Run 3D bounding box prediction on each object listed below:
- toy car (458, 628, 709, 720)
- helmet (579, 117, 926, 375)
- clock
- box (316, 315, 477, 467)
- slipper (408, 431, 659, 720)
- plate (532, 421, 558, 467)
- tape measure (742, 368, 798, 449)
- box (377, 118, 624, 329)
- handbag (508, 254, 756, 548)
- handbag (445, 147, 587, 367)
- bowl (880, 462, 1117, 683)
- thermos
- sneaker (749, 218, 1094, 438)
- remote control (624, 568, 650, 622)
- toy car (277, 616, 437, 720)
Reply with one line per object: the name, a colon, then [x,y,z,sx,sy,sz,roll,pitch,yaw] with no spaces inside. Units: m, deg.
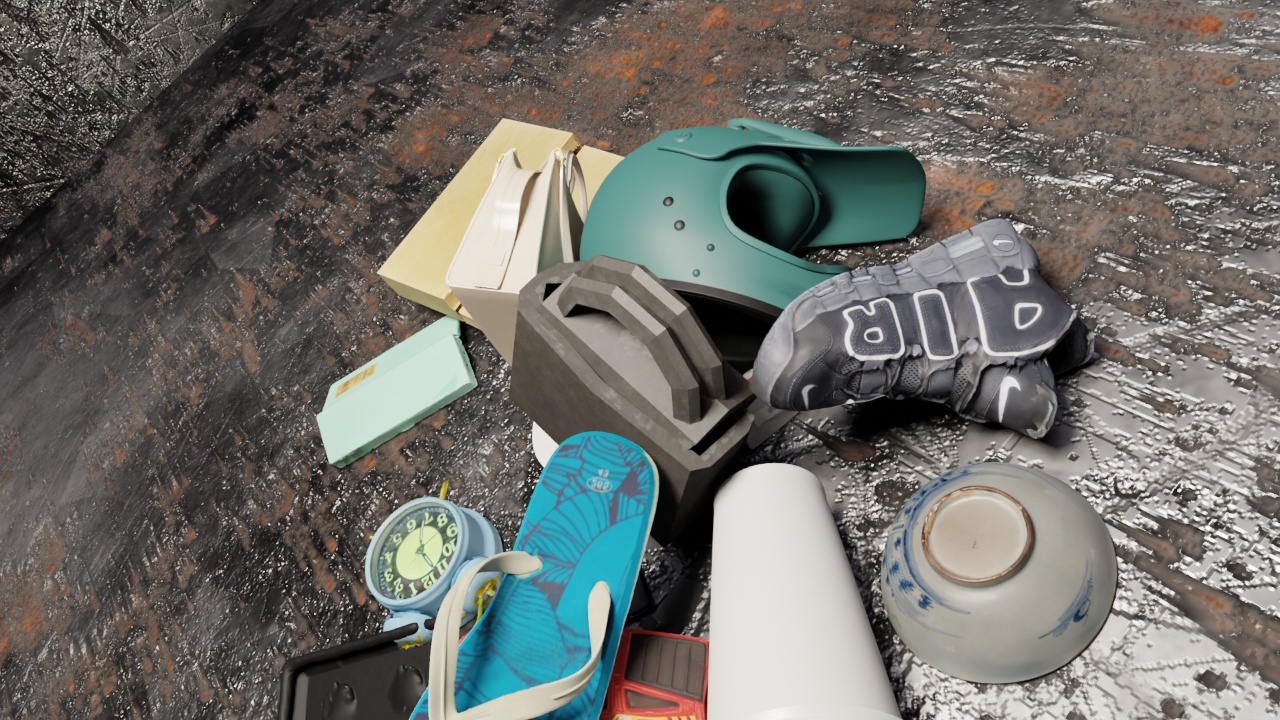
toy car: [-0.044,0.223,0.637,0.189,0.056,0.081,-2,27,9]
helmet: [0.086,-0.107,0.781,0.275,0.176,0.199,9,65,27]
clock: [-0.177,0.188,0.799,0.118,0.060,0.162,-39,47,-1]
box: [-0.273,0.023,1.017,0.187,0.052,0.138,-31,50,8]
slipper: [-0.071,0.179,0.586,0.118,0.060,0.294,20,76,15]
plate: [-0.037,0.040,0.856,0.157,0.014,0.156,-19,46,21]
tape measure: [0.097,0.035,0.734,0.062,0.060,0.020,-38,43,-3]
box: [-0.129,-0.144,1.023,0.254,0.068,0.246,25,72,27]
handbag: [-0.004,0.005,0.678,0.197,0.200,0.102,42,61,17]
handbag: [-0.086,-0.109,0.844,0.101,0.195,0.197,7,67,15]
bowl: [0.217,0.121,0.582,0.151,0.057,0.150,-19,47,22]
thermos: [0.094,0.175,0.583,0.132,0.131,0.221,-22,38,18]
sneaker: [0.206,0.006,0.630,0.252,0.097,0.150,-22,52,-20]
remote control: [-0.029,0.152,0.755,0.045,0.021,0.140,-32,45,11]
toy car: [-0.202,0.271,0.731,0.192,0.071,0.094,-24,58,28]
